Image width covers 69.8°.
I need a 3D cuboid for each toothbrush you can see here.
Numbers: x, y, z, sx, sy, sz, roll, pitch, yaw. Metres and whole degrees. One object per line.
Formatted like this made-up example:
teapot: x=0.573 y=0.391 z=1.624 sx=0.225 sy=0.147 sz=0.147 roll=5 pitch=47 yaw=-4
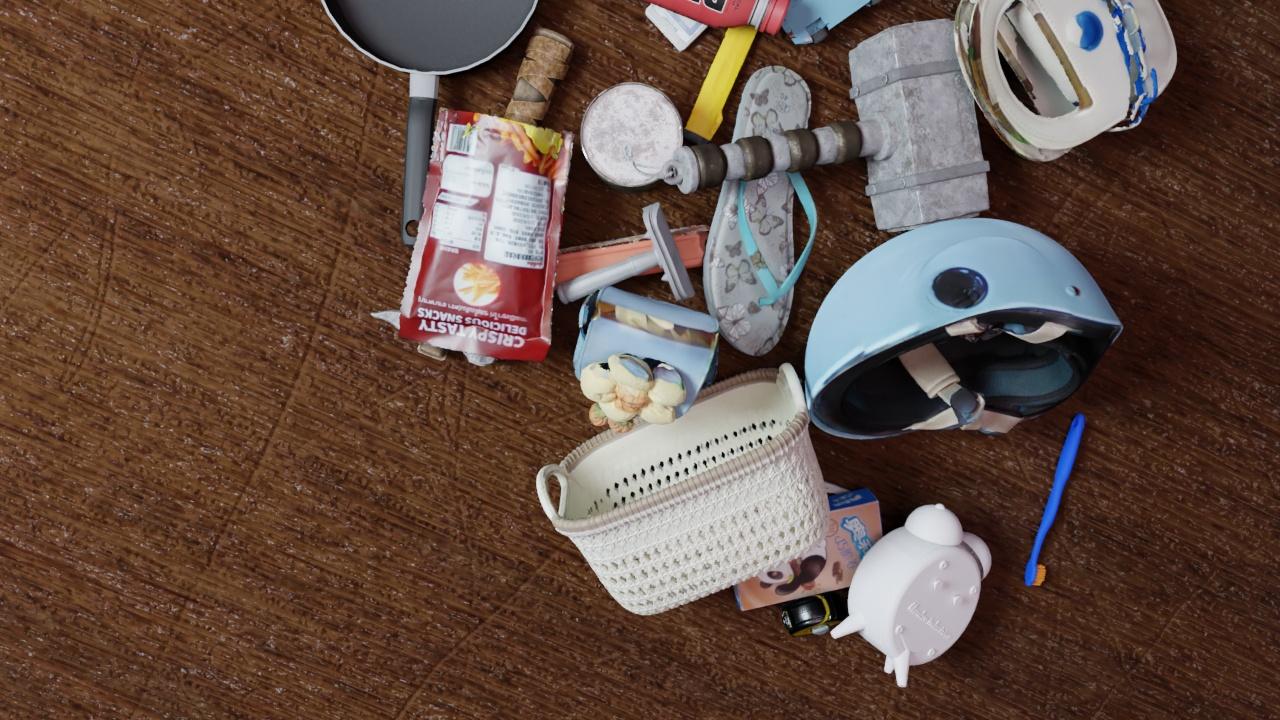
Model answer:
toothbrush: x=0.419 y=0.142 z=0.924 sx=0.018 sy=0.016 sz=0.182 roll=14 pitch=96 yaw=-10

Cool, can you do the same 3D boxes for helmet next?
helmet: x=0.263 y=-0.026 z=0.811 sx=0.265 sy=0.226 sz=0.166 roll=-13 pitch=59 yaw=-4

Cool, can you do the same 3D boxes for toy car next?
toy car: x=0.178 y=-0.339 z=0.851 sx=0.108 sy=0.027 sz=0.060 roll=-33 pitch=97 yaw=11

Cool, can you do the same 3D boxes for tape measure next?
tape measure: x=0.170 y=0.251 z=0.897 sx=0.062 sy=0.061 sz=0.034 roll=-21 pitch=63 yaw=10

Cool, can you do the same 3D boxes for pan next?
pan: x=-0.191 y=-0.280 z=0.824 sx=0.204 sy=0.044 sz=0.355 roll=4 pitch=94 yaw=-2

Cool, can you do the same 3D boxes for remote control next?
remote control: x=0.069 y=-0.353 z=0.851 sx=0.136 sy=0.011 sz=0.050 roll=-44 pitch=97 yaw=3

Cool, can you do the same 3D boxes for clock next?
clock: x=0.269 y=0.225 z=0.874 sx=0.125 sy=0.073 sz=0.161 roll=38 pitch=85 yaw=-34

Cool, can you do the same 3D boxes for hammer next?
hammer: x=-0.138 y=-0.152 z=0.850 sx=0.121 sy=0.049 sz=0.319 roll=22 pitch=94 yaw=-3
hammer: x=0.145 y=-0.184 z=0.802 sx=0.325 sy=0.079 sz=0.177 roll=-13 pitch=97 yaw=-16

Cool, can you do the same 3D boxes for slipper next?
slipper: x=0.115 y=-0.137 z=0.845 sx=0.098 sy=0.055 sz=0.269 roll=3 pitch=95 yaw=-25

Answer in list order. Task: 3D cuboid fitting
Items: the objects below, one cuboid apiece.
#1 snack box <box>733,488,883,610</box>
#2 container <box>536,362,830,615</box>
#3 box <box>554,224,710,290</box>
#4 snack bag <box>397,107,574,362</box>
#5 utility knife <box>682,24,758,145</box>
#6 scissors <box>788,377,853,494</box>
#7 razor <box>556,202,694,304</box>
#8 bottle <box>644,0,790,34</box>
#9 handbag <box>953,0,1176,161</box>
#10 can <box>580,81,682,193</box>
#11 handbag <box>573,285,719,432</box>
snack box: x=0.161 y=0.185 z=0.900 sx=0.151 sy=0.034 sz=0.087 roll=-13 pitch=108 yaw=-2
container: x=0.048 y=0.114 z=0.823 sx=0.246 sy=0.184 sz=0.143 roll=-24 pitch=108 yaw=8
box: x=-0.016 y=-0.095 z=0.860 sx=0.186 sy=0.056 sz=0.059 roll=-11 pitch=65 yaw=-3
snack bag: x=-0.134 y=-0.107 z=0.801 sx=0.139 sy=0.066 sz=0.208 roll=10 pitch=95 yaw=1
utility knife: x=0.081 y=-0.271 z=0.860 sx=0.030 sy=0.017 sz=0.151 roll=24 pitch=96 yaw=-10
scissors: x=0.159 y=0.102 z=0.906 sx=0.141 sy=0.014 sz=0.175 roll=-1 pitch=101 yaw=-1
razor: x=-0.021 y=-0.080 z=0.831 sx=0.116 sy=0.047 sz=0.088 roll=-21 pitch=112 yaw=8
bottle: x=0.046 y=-0.337 z=0.814 sx=0.176 sy=0.062 sz=0.062 roll=21 pitch=95 yaw=-2
handbag: x=0.366 y=-0.279 z=0.800 sx=0.199 sy=0.093 sz=0.200 roll=-44 pitch=101 yaw=-21
can: x=-0.009 y=-0.200 z=0.834 sx=0.090 sy=0.074 sz=0.090 roll=0 pitch=96 yaw=-2
handbag: x=-0.005 y=0.005 z=0.796 sx=0.121 sy=0.192 sz=0.118 roll=16 pitch=81 yaw=-6
